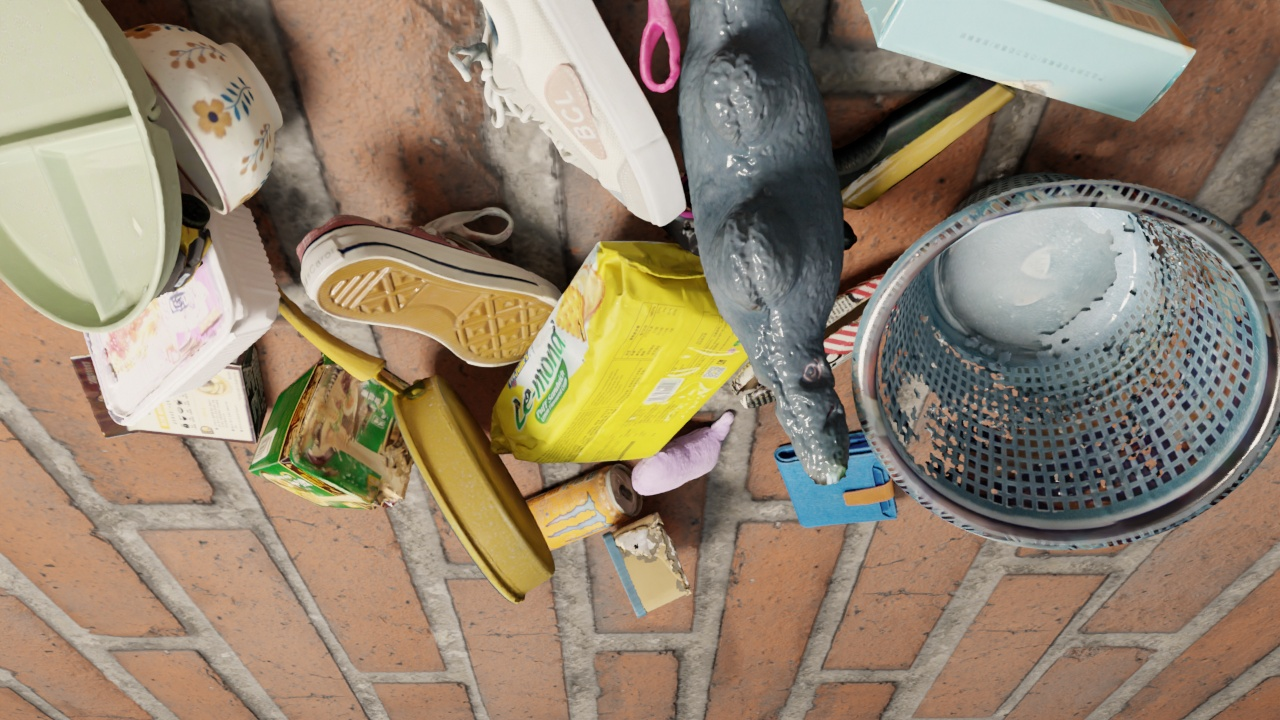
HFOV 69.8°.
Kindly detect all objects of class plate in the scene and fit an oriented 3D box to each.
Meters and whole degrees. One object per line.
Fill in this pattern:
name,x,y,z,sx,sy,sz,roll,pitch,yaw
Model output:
plate,-0.347,-0.126,0.531,0.230,0.027,0.230,12,117,25

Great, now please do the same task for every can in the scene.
can,-0.072,0.155,0.933,0.146,0.058,0.058,-26,134,27

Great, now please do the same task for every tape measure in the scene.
tape measure,0.045,-0.103,0.631,0.057,0.057,0.039,-32,141,-12

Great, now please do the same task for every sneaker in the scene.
sneaker,-0.052,-0.160,0.533,0.091,0.089,0.242,-28,131,7
sneaker,-0.141,-0.062,0.656,0.118,0.087,0.240,-38,152,22

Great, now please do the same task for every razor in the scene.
razor,0.165,-0.131,0.605,0.168,0.062,0.067,-34,98,26

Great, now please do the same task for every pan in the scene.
pan,-0.187,0.044,0.725,0.078,0.198,0.357,-31,105,-6

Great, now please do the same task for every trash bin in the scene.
trash bin,0.258,-0.026,0.590,0.227,0.194,0.227,7,116,14

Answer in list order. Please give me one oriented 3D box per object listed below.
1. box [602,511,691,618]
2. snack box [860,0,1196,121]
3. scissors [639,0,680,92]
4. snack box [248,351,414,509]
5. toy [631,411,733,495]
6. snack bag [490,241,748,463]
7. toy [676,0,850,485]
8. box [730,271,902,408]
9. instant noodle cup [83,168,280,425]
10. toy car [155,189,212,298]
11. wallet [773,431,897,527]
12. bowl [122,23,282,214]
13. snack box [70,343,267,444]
box,0.005,0.204,0.925,0.062,0.089,0.184,-23,167,-7
snack box,0.212,-0.194,0.513,0.174,0.074,0.052,11,138,-14
scissors,0.004,-0.205,0.474,0.017,0.133,0.134,-28,137,-36
snack box,-0.271,0.070,0.798,0.106,0.118,0.117,-17,138,34
toy,0.038,0.091,0.852,0.107,0.039,0.084,-20,147,-32
snack bag,-0.004,0.004,0.717,0.157,0.068,0.247,1,144,-33
toy,0.073,-0.105,0.541,0.091,0.137,0.356,-11,99,6
box,0.146,-0.011,0.708,0.164,0.060,0.072,-34,148,7
instant noodle cup,-0.326,-0.046,0.652,0.174,0.138,0.060,-30,166,29
toy car,-0.331,-0.111,0.575,0.071,0.041,0.156,-34,93,30
wallet,0.199,0.124,0.920,0.106,0.040,0.133,-9,140,16
bowl,-0.258,-0.152,0.550,0.062,0.113,0.114,-39,145,-22
snack box,-0.390,0.020,0.774,0.125,0.053,0.113,8,139,-9
